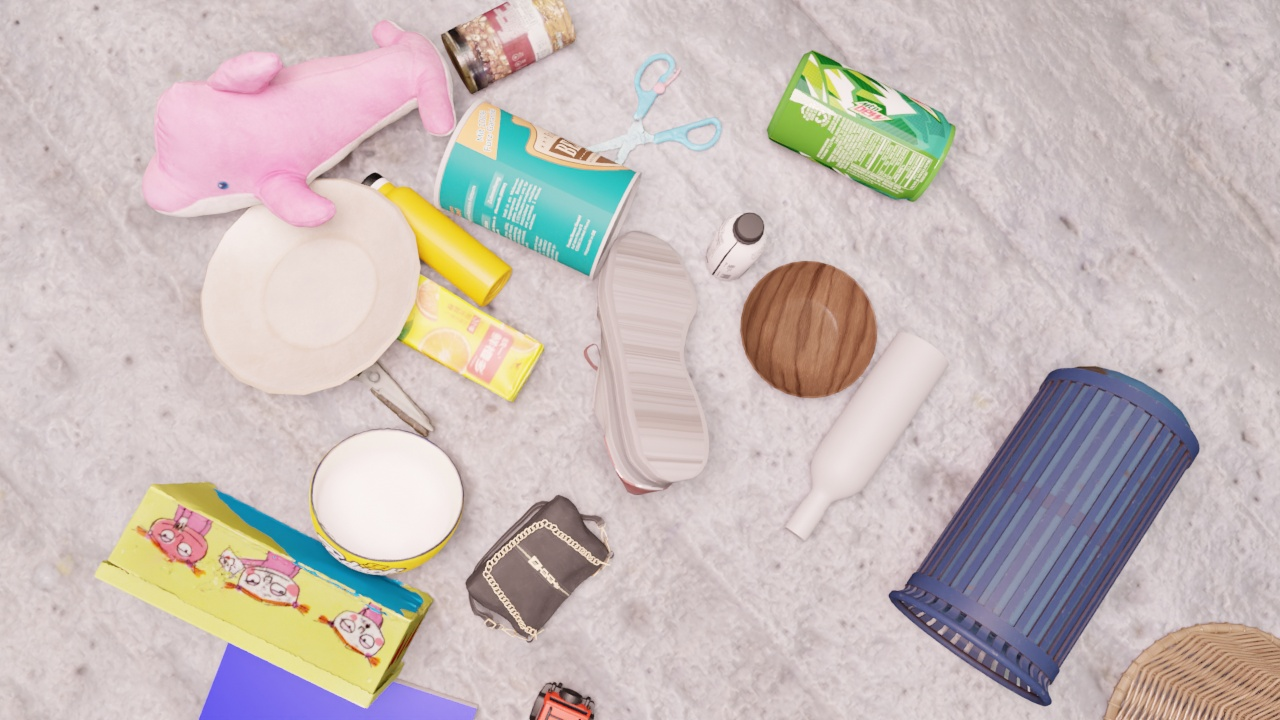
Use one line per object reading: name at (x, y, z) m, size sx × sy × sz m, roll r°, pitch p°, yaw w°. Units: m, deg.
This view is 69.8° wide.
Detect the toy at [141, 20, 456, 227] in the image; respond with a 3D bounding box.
toy at (-0.281, -0.200, 0.725) m, size 0.265 × 0.128 × 0.186 m, roll -27°, pitch 60°, yaw -8°

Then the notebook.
notebook at (-0.260, 0.334, 0.745) m, size 0.209 × 0.022 × 0.171 m, roll 18°, pitch 81°, yaw -1°

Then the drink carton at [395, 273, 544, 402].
drink carton at (-0.153, -0.020, 0.781) m, size 0.134 × 0.043 × 0.058 m, roll 29°, pitch 85°, yaw 1°

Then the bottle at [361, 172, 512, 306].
bottle at (-0.179, -0.107, 0.787) m, size 0.143 × 0.043 × 0.043 m, roll 38°, pitch 83°, yaw 1°

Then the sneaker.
sneaker at (-0.004, 0.004, 0.769) m, size 0.099 × 0.090 × 0.235 m, roll 12°, pitch 57°, yaw -28°

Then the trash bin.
trash bin at (0.331, 0.132, 0.746) m, size 0.139 × 0.139 × 0.249 m, roll 37°, pitch 81°, yaw 1°

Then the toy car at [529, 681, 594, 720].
toy car at (-0.075, 0.315, 0.743) m, size 0.051 × 0.049 × 0.100 m, roll 24°, pitch 83°, yaw -1°

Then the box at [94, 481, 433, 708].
box at (-0.278, 0.178, 0.712) m, size 0.221 × 0.124 × 0.079 m, roll 29°, pitch 83°, yaw -2°

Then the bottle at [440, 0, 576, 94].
bottle at (-0.115, -0.283, 0.804) m, size 0.105 × 0.056 × 0.056 m, roll -29°, pitch 86°, yaw -6°

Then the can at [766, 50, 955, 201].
can at (0.191, -0.202, 0.800) m, size 0.144 × 0.083 × 0.083 m, roll 26°, pitch 83°, yaw 0°

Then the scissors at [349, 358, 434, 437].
scissors at (-0.247, -0.013, 0.787) m, size 0.189 × 0.015 × 0.140 m, roll 12°, pitch 82°, yaw -3°

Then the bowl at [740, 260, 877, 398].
bowl at (0.144, -0.025, 0.803) m, size 0.119 × 0.032 × 0.119 m, roll 0°, pitch 84°, yaw -3°

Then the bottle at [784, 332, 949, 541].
bottle at (0.188, 0.069, 0.785) m, size 0.052 × 0.052 × 0.195 m, roll 36°, pitch 83°, yaw 1°

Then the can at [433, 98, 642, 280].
can at (-0.085, -0.142, 0.769) m, size 0.144 × 0.099 × 0.099 m, roll 25°, pitch 83°, yaw -1°

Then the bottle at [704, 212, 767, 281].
bottle at (0.081, -0.097, 0.765) m, size 0.041 × 0.116 × 0.041 m, roll 0°, pitch 83°, yaw -4°

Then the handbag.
handbag at (-0.082, 0.173, 0.764) m, size 0.128 × 0.054 × 0.079 m, roll -43°, pitch 99°, yaw -10°

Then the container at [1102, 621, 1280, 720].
container at (0.516, 0.333, 0.703) m, size 0.227 × 0.196 × 0.226 m, roll 0°, pitch 83°, yaw -4°

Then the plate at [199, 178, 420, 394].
plate at (-0.268, -0.060, 0.757) m, size 0.189 × 0.027 × 0.188 m, roll -3°, pitch 73°, yaw 8°

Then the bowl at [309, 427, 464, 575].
bowl at (-0.206, 0.120, 0.739) m, size 0.117 × 0.068 × 0.117 m, roll 11°, pitch 53°, yaw -15°

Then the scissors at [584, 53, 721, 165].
scissors at (0.015, -0.205, 0.829) m, size 0.118 × 0.015 × 0.139 m, roll 29°, pitch 89°, yaw 1°
